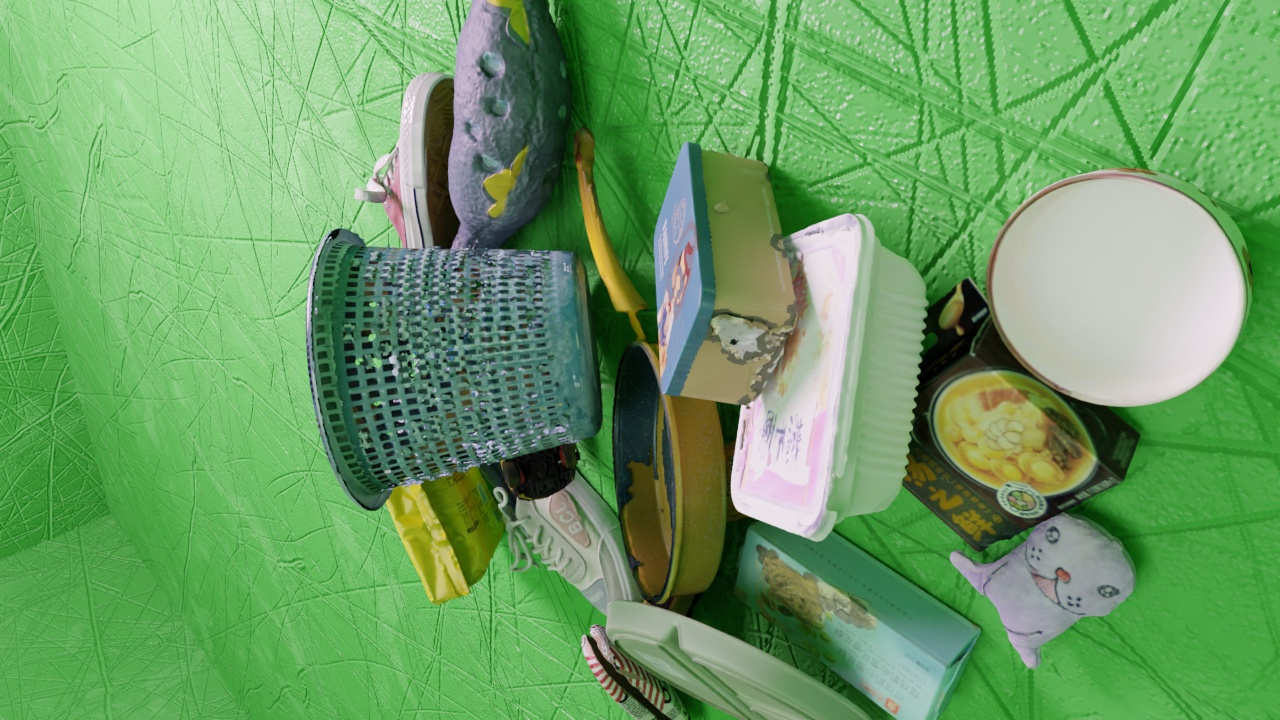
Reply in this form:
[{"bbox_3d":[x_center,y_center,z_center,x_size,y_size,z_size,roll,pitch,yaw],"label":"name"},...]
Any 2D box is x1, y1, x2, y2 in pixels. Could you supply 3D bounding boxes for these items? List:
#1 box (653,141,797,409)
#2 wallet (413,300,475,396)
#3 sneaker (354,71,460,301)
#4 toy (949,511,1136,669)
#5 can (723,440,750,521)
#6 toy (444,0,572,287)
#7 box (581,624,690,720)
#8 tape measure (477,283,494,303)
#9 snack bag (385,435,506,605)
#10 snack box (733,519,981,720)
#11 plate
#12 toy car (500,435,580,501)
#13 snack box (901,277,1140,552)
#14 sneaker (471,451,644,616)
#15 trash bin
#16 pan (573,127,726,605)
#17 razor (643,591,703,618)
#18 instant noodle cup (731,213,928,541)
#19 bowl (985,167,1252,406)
[{"bbox_3d":[0.048,-0.061,0.579,0.184,0.062,0.090,-95,18,-47],"label":"box"},{"bbox_3d":[-0.177,-0.001,0.908,0.107,0.040,0.133,-6,132,46],"label":"wallet"},{"bbox_3d":[-0.208,-0.156,0.846,0.088,0.118,0.242,23,135,13],"label":"sneaker"},{"bbox_3d":[0.243,0.129,0.548,0.084,0.038,0.108,54,142,19],"label":"toy"},{"bbox_3d":[0.098,0.077,0.660,0.146,0.058,0.058,-32,86,54],"label":"can"},{"bbox_3d":[-0.113,-0.186,0.732,0.138,0.091,0.357,48,138,37],"label":"toy"},{"bbox_3d":[0.001,0.304,0.872,0.164,0.060,0.072,54,-166,-36],"label":"box"},{"bbox_3d":[-0.121,-0.053,0.853,0.057,0.039,0.058,13,125,40],"label":"tape measure"},{"bbox_3d":[-0.198,0.145,0.954,0.246,0.068,0.158,-144,31,-86],"label":"snack bag"},{"bbox_3d":[0.151,0.183,0.669,0.175,0.051,0.074,32,132,33],"label":"snack box"},{"bbox_3d":[0.072,0.253,0.720,0.230,0.027,0.230,23,156,11],"label":"plate"},{"bbox_3d":[-0.108,0.053,0.857,0.041,0.071,0.156,153,98,-73],"label":"toy car"},{"bbox_3d":[0.192,0.036,0.528,0.125,0.053,0.113,41,142,3],"label":"snack box"},{"bbox_3d":[-0.090,0.160,0.896,0.242,0.090,0.090,54,141,11],"label":"sneaker"},{"bbox_3d":[-0.133,-0.002,0.737,0.226,0.195,0.226,155,109,-90],"label":"trash bin"},{"bbox_3d":[-0.004,0.004,0.692,0.198,0.078,0.357,-177,85,-76],"label":"pan"},{"bbox_3d":[0.028,0.207,0.816,0.062,0.067,0.168,55,137,39],"label":"razor"},{"bbox_3d":[0.111,0.012,0.531,0.138,0.060,0.173,177,100,-75],"label":"instant noodle cup"},{"bbox_3d":[0.235,-0.041,0.444,0.113,0.062,0.114,26,129,36],"label":"bowl"}]
